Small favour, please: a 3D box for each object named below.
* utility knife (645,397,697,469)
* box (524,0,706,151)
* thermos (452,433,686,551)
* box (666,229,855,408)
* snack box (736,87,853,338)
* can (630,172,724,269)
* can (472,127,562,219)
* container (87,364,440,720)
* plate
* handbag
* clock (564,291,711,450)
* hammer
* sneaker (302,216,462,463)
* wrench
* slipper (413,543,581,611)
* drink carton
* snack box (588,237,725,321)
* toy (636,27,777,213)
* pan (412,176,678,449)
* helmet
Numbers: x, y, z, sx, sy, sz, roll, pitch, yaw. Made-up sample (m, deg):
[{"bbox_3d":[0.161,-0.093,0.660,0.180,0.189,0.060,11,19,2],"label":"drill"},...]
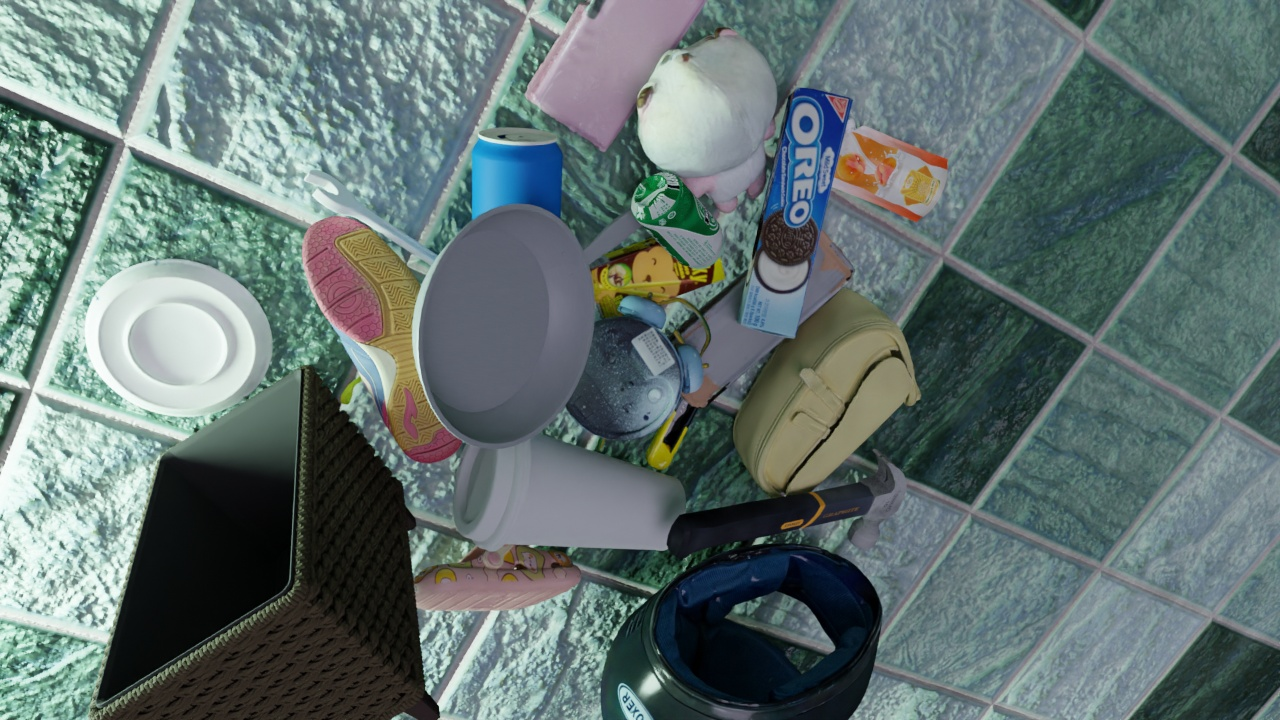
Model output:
[{"bbox_3d":[0.061,0.022,0.973,0.028,0.020,0.213,20,105,-22],"label":"utility knife"},{"bbox_3d":[-0.003,-0.302,0.800,0.098,0.037,0.233,27,105,-28],"label":"box"},{"bbox_3d":[-0.068,0.140,0.942,0.221,0.131,0.132,15,110,-28],"label":"thermos"},{"bbox_3d":[0.113,-0.044,0.925,0.216,0.063,0.081,-41,96,2],"label":"box"},{"bbox_3d":[0.143,-0.136,0.864,0.059,0.059,0.226,13,96,0],"label":"snack box"},{"bbox_3d":[0.035,-0.126,0.832,0.053,0.053,0.101,-43,139,7],"label":"can"},{"bbox_3d":[-0.111,-0.129,0.824,0.079,0.079,0.146,-2,114,-14],"label":"can"},{"bbox_3d":[-0.299,0.192,0.800,0.176,0.320,0.205,-32,124,1],"label":"container"},{"bbox_3d":[-0.419,-0.016,0.834,0.157,0.014,0.157,-6,116,-12],"label":"plate"},{"bbox_3d":[0.200,0.054,0.984,0.191,0.088,0.233,36,102,-31],"label":"handbag"},{"bbox_3d":[-0.005,0.005,0.876,0.162,0.060,0.118,-35,94,2],"label":"clock"},{"bbox_3d":[0.162,0.168,0.981,0.311,0.035,0.140,-5,128,-32],"label":"hammer"},{"bbox_3d":[-0.241,-0.016,0.853,0.116,0.091,0.242,-25,98,-8],"label":"sneaker"},{"bbox_3d":[-0.185,-0.089,0.846,0.273,0.047,0.009,34,110,-27],"label":"wrench"},{"bbox_3d":[-0.157,0.219,0.973,0.197,0.081,0.093,7,147,-40],"label":"slipper"},{"bbox_3d":[0.240,-0.190,0.915,0.122,0.038,0.069,18,109,-14],"label":"drink carton"},{"bbox_3d":[0.006,-0.086,0.904,0.149,0.025,0.061,-20,118,-4],"label":"snack box"},{"bbox_3d":[0.071,-0.207,0.831,0.138,0.101,0.179,-43,142,-9],"label":"toy"},{"bbox_3d":[-0.067,-0.076,0.797,0.355,0.051,0.201,-49,135,-34],"label":"pan"},{"bbox_3d":[0.105,0.359,1.024,0.315,0.249,0.236,-17,134,-34],"label":"helmet"}]
